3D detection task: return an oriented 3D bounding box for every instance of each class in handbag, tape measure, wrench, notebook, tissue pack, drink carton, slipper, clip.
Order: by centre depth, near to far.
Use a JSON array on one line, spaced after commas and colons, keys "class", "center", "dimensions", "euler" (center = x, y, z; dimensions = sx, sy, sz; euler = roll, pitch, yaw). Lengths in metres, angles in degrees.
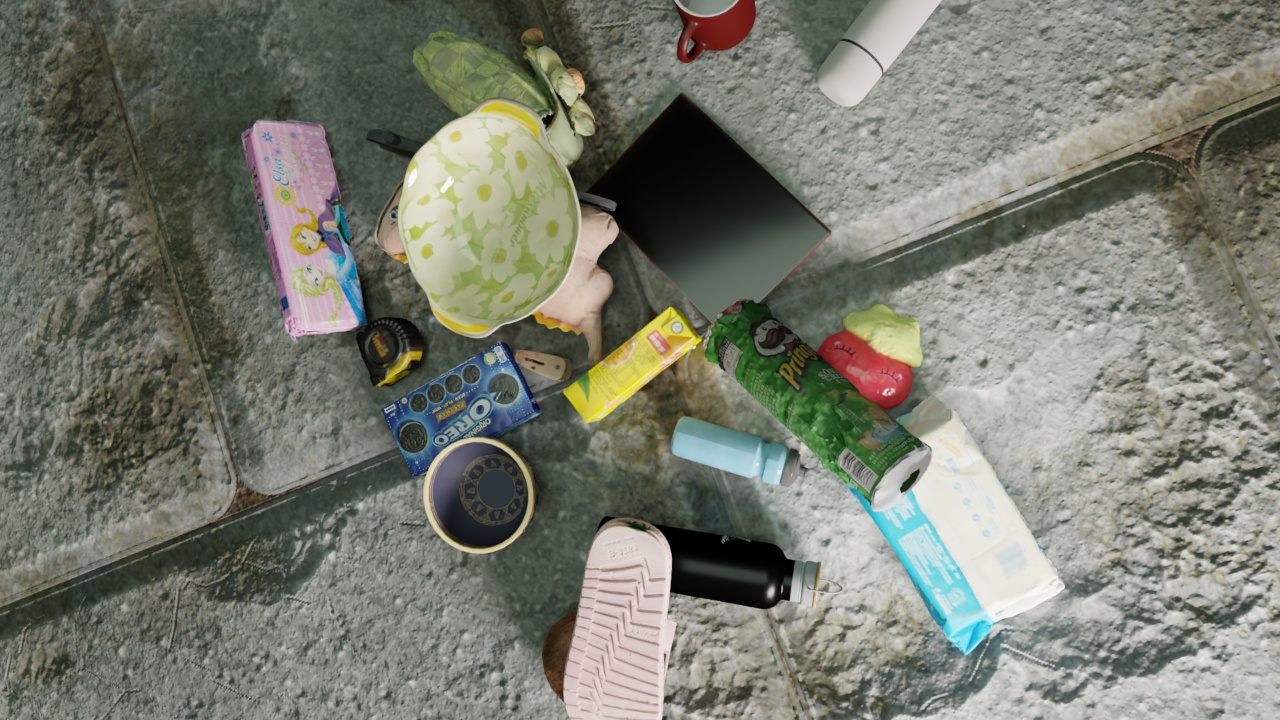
[{"class": "tissue pack", "center": [0.275, 0.146, 0.821], "dimensions": [0.117, 0.066, 0.209], "euler": [-32, 82, 8]}, {"class": "slipper", "center": [-0.016, 0.251, 0.851], "dimensions": [0.094, 0.064, 0.239], "euler": [8, 106, 10]}, {"class": "drink carton", "center": [-0.005, 0.005, 0.892], "dimensions": [0.135, 0.058, 0.043], "euler": [-38, 82, 8]}, {"class": "notebook", "center": [0.062, -0.145, 0.902], "dimensions": [0.141, 0.008, 0.209], "euler": [-45, 75, 7]}, {"class": "handbag", "center": [-0.126, -0.270, 0.907], "dimensions": [0.186, 0.113, 0.117], "euler": [40, 89, 12]}, {"class": "clip", "center": [-0.100, 0.004, 0.922], "dimensions": [0.061, 0.043, 0.025], "euler": [15, 89, 7]}, {"class": "wrench", "center": [-0.154, -0.192, 0.931], "dimensions": [0.273, 0.073, 0.018], "euler": [17, 91, 10]}, {"class": "tape measure", "center": [-0.260, -0.015, 0.962], "dimensions": [0.063, 0.038, 0.067], "euler": [-31, 78, 18]}]

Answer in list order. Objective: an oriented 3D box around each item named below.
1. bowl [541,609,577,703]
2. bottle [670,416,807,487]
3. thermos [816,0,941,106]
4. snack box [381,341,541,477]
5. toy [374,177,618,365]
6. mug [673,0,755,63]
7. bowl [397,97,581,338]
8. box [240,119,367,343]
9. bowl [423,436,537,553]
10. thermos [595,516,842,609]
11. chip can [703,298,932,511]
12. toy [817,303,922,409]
[{"class": "bowl", "center": [-0.039, 0.290, 0.903], "dimensions": [0.114, 0.026, 0.102], "euler": [-18, 84, 10]}, {"class": "bottle", "center": [0.095, 0.089, 0.876], "dimensions": [0.130, 0.040, 0.040], "euler": [16, 91, 13]}, {"class": "thermos", "center": [0.249, -0.338, 0.855], "dimensions": [0.052, 0.052, 0.224], "euler": [39, 96, 11]}, {"class": "snack box", "center": [-0.185, 0.052, 0.946], "dimensions": [0.150, 0.027, 0.082], "euler": [-29, 82, 10]}, {"class": "toy", "center": [-0.152, -0.097, 0.928], "dimensions": [0.264, 0.065, 0.196], "euler": [2, 84, 14]}, {"class": "mug", "center": [0.064, -0.333, 0.880], "dimensions": [0.073, 0.082, 0.106], "euler": [26, 93, 12]}, {"class": "bowl", "center": [-0.131, -0.131, 0.856], "dimensions": [0.188, 0.060, 0.219], "euler": [22, 107, 17]}, {"class": "box", "center": [-0.373, -0.132, 0.983], "dimensions": [0.097, 0.085, 0.230], "euler": [-20, 82, 43]}, {"class": "bowl", "center": [-0.152, 0.131, 0.917], "dimensions": [0.112, 0.061, 0.112], "euler": [0, 89, 12]}, {"class": "thermos", "center": [0.073, 0.195, 0.865], "dimensions": [0.231, 0.061, 0.061], "euler": [7, 89, 13]}, {"class": "chip can", "center": [0.152, 0.035, 0.809], "dimensions": [0.075, 0.075, 0.223], "euler": [-50, 57, 6]}, {"class": "toy", "center": [0.205, 0.012, 0.852], "dimensions": [0.091, 0.045, 0.135], "euler": [34, 97, 16]}]
